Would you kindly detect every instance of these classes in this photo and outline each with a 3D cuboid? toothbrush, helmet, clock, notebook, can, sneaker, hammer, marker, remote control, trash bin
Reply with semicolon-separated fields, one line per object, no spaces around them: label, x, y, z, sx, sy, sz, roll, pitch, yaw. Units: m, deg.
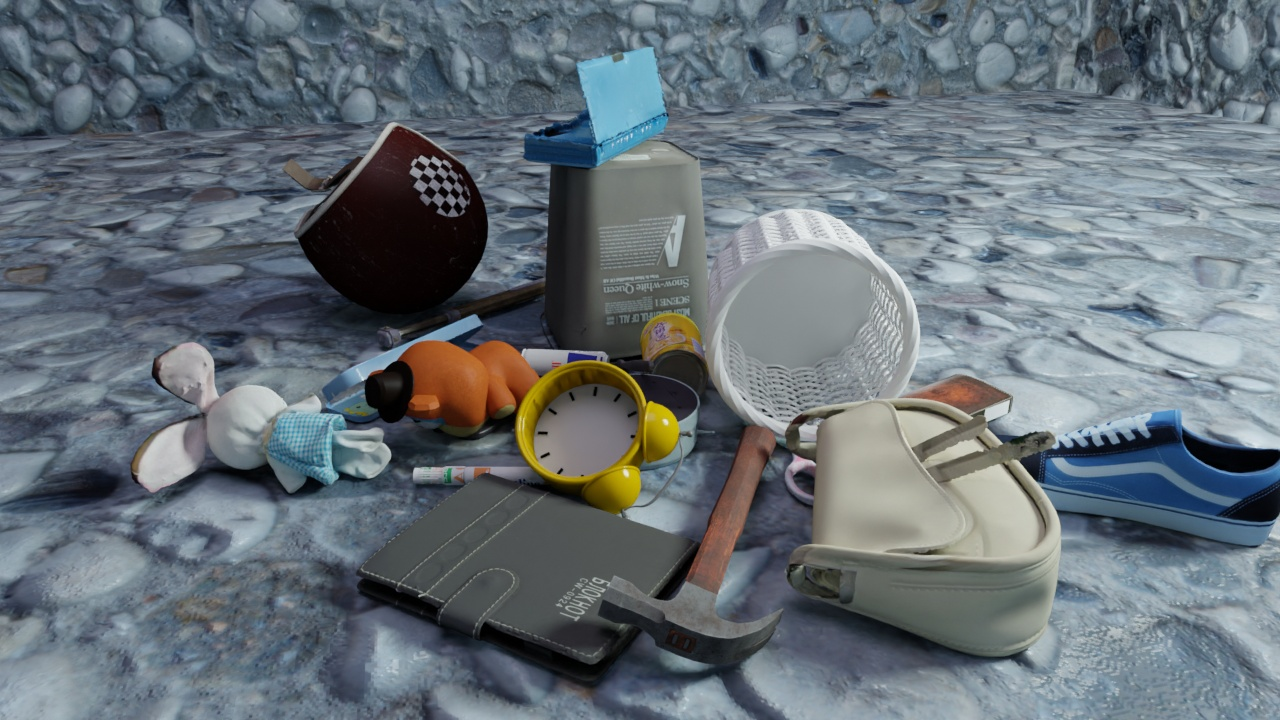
toothbrush;-0.006;0.006;0.953;0.013;0.013;0.167;2;0;-10
helmet;-0.326;-0.181;1.173;0.234;0.253;0.233;-35;28;29
clock;-0.036;0.065;0.781;0.152;0.052;0.113;30;72;24
notebook;-0.083;0.151;0.682;0.209;0.029;0.169;10;25;27
can;-0.083;0.005;1.003;0.095;0.032;0.032;2;24;6
sneaker;0.392;0.073;0.757;0.241;0.098;0.083;10;26;23
hammer;-0.204;-0.072;1.189;0.147;0.028;0.315;13;26;41
marker;-0.126;0.101;0.805;0.145;0.017;0.017;0;24;1
clock;-0.017;0.059;0.867;0.159;0.045;0.122;-11;26;-19
remote control;-0.142;0.050;0.931;0.046;0.009;0.124;16;29;33
can;0.035;-0.003;0.975;0.067;0.068;0.105;-1;24;-2
trash bin;-0.018;-0.136;1.089;0.197;0.220;0.197;-7;25;-14
hammer;0.067;0.123;0.707;0.111;0.028;0.299;22;26;8

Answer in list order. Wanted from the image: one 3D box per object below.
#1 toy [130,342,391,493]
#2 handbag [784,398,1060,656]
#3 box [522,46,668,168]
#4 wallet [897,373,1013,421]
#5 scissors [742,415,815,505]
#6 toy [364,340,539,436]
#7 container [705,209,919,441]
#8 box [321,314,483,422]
toy;-0.324;0.060;0.821;0.205;0.131;0.105;10;2;-6
handbag;0.199;0.090;0.681;0.184;0.132;0.228;0;25;10
box;-0.045;-0.297;1.042;0.094;0.110;0.230;10;26;19
wallet;0.307;0.045;0.919;0.122;0.019;0.072;-16;28;-31
scissors;0.137;0.088;0.836;0.108;0.016;0.179;-18;29;-34
toy;-0.177;0.022;0.872;0.175;0.096;0.112;12;9;-45
container;0.158;-0.043;0.902;0.189;0.189;0.186;1;19;3
box;-0.246;0.015;0.999;0.069;0.064;0.209;-29;1;38
